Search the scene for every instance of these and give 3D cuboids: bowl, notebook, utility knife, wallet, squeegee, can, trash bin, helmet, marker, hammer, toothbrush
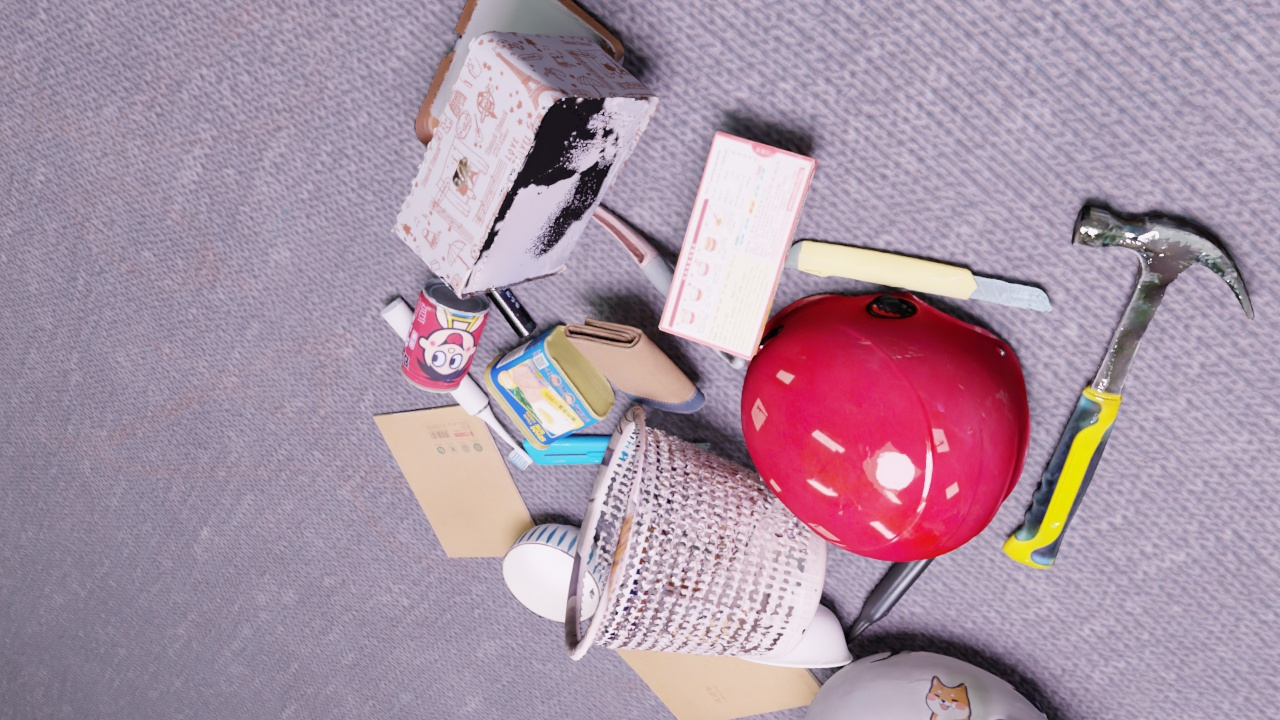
[{"bbox_3d":[0.152,0.262,0.915,0.118,0.118,0.064,-1,83,25],"label":"bowl"},{"bbox_3d":[0.090,0.354,1.048,0.212,0.012,0.149,-27,108,35],"label":"notebook"},{"bbox_3d":[-0.025,0.089,0.922,0.205,0.018,0.034,-3,119,24],"label":"utility knife"},{"bbox_3d":[-0.005,0.005,0.806,0.090,0.033,0.115,12,159,40],"label":"wallet"},{"bbox_3d":[0.001,-0.083,0.766,0.249,0.040,0.248,45,126,13],"label":"squeegee"},{"bbox_3d":[-0.086,0.026,0.883,0.083,0.057,0.102,-26,108,32],"label":"can"},{"bbox_3d":[-0.086,0.224,1.006,0.116,0.066,0.117,11,125,16],"label":"bowl"},{"bbox_3d":[-0.204,0.142,1.043,0.148,0.008,0.208,-8,117,29],"label":"notebook"},{"bbox_3d":[0.052,0.173,0.828,0.192,0.227,0.228,16,128,-9],"label":"trash bin"},{"bbox_3d":[-0.188,-0.023,0.879,0.066,0.066,0.094,27,115,6],"label":"can"},{"bbox_3d":[0.175,0.058,0.718,0.240,0.143,0.207,23,117,17],"label":"helmet"},{"bbox_3d":[-0.145,-0.077,0.866,0.022,0.020,0.132,-21,111,48],"label":"marker"},{"bbox_3d":[0.211,-0.065,0.713,0.207,0.021,0.031,17,130,22],"label":"utility knife"},{"bbox_3d":[0.355,0.041,0.709,0.126,0.031,0.324,15,126,16],"label":"hammer"},{"bbox_3d":[0.233,0.241,0.899,0.027,0.026,0.213,34,130,16],"label":"toothbrush"},{"bbox_3d":[0.278,0.366,0.877,0.274,0.156,0.231,7,139,-2],"label":"helmet"},{"bbox_3d":[-0.185,0.027,0.947,0.221,0.026,0.027,51,169,-13],"label":"toothbrush"}]

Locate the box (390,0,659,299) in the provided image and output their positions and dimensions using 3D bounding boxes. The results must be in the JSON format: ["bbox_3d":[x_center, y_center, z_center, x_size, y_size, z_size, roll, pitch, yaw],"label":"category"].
[{"bbox_3d":[-0.114,-0.185,0.689,0.193,0.156,0.184,44,124,15],"label":"box"}]

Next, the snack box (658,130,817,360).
[{"bbox_3d":[0.072,-0.086,0.692,0.077,0.027,0.156,20,106,12],"label":"snack box"}]
